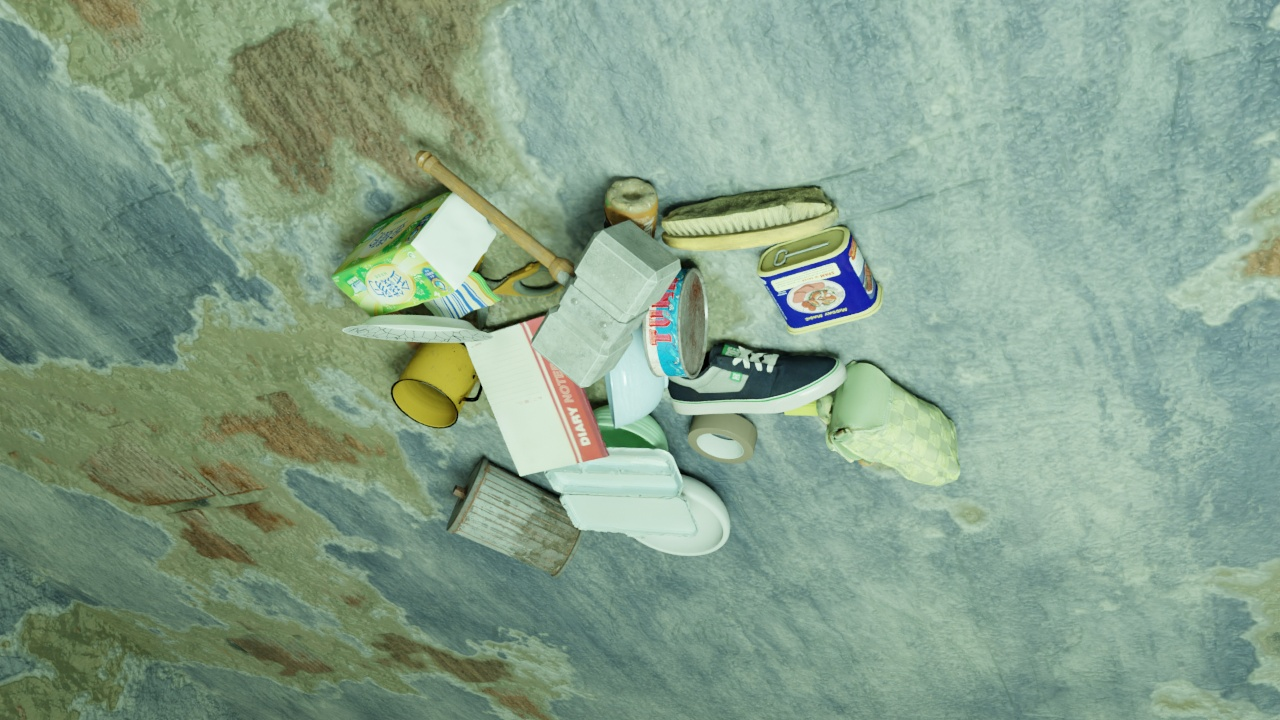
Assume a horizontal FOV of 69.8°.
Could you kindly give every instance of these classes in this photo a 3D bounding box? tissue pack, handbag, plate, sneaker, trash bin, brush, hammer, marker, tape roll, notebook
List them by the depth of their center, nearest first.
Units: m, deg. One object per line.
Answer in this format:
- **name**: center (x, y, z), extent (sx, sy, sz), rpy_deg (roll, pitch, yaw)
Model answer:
- **brush**: center (0.115, -0.152, 0.994), extent (0.196, 0.059, 0.043), rpy_deg (-4, 124, 21)
- **hammer**: center (-0.129, -0.133, 1.008), extent (0.317, 0.082, 0.163), rpy_deg (39, 119, 9)
- **tissue pack**: center (-0.257, -0.105, 1.125), extent (0.198, 0.120, 0.141), rpy_deg (-4, 135, 48)
- **handbag**: center (0.304, 0.093, 1.147), extent (0.186, 0.113, 0.117), rpy_deg (29, 145, -12)
- **sneaker**: center (0.136, 0.013, 1.149), extent (0.236, 0.084, 0.079), rpy_deg (-7, 119, 28)
- **plate**: center (-0.282, -0.041, 1.177), extent (0.188, 0.016, 0.188), rpy_deg (1, 175, 0)
- **marker**: center (0.182, 0.063, 1.226), extent (0.124, 0.017, 0.021), rpy_deg (0, 134, 22)
- **notebook**: center (-0.142, 0.050, 1.251), extent (0.153, 0.012, 0.209), rpy_deg (-15, 102, 28)
- **tape roll**: center (0.114, 0.107, 1.276), extent (0.094, 0.030, 0.094), rpy_deg (14, 148, 9)
- **trash bin**: center (-0.207, 0.254, 1.491), extent (0.211, 0.130, 0.131), rpy_deg (27, 138, -11)

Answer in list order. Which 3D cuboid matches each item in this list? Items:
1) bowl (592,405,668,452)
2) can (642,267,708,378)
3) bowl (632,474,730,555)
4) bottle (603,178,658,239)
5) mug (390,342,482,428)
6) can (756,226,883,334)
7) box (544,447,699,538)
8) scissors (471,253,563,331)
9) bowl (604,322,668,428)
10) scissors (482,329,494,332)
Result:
- **bowl**: center (-0.025, 0.115, 1.314), extent (0.151, 0.076, 0.151), rpy_deg (11, 138, 10)
- **can**: center (0.043, -0.044, 1.080), extent (0.044, 0.129, 0.130), rpy_deg (2, 135, 18)
- **bowl**: center (0.054, 0.224, 1.407), extent (0.177, 0.066, 0.177), rpy_deg (11, 138, 10)
- **bottle**: center (-0.014, -0.129, 1.064), extent (0.059, 0.059, 0.167), rpy_deg (13, 138, 7)
- **mug**: center (-0.276, 0.030, 1.303), extent (0.124, 0.093, 0.101), rpy_deg (6, 137, 18)
- **can**: center (0.200, -0.090, 1.030), extent (0.116, 0.056, 0.092), rpy_deg (-15, 127, 32)
- **box**: center (-0.030, 0.189, 1.317), extent (0.209, 0.037, 0.189), rpy_deg (-2, 136, 25)
- **scissors**: center (-0.203, -0.114, 1.184), extent (0.226, 0.016, 0.216), rpy_deg (-13, 130, 33)
- **bowl**: center (-0.007, 0.007, 1.157), extent (0.074, 0.150, 0.151), rpy_deg (-7, 137, -5)
- **scissors**: center (-0.138, -0.025, 1.250), extent (0.144, 0.019, 0.126), rpy_deg (-23, 120, 30)
